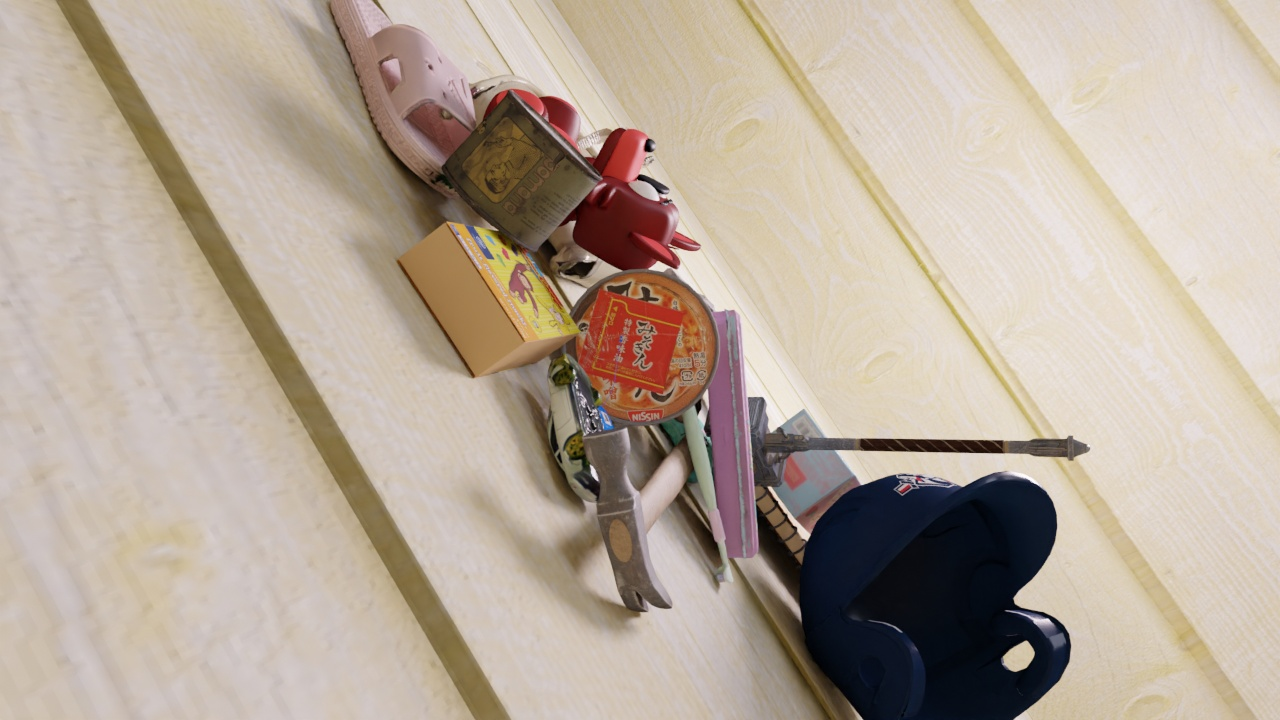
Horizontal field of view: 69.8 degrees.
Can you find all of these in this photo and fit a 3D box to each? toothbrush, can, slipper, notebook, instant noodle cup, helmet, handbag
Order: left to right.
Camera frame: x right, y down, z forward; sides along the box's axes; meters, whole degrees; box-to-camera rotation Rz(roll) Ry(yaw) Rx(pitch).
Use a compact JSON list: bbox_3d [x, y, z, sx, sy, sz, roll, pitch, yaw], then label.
[{"bbox_3d":[-0.179,-0.227,0.740,0.239,0.064,0.094,61,13,28],"label":"slipper"},{"bbox_3d":[-0.085,-0.134,0.657,0.090,0.075,0.089,43,10,-10],"label":"can"},{"bbox_3d":[-0.076,-0.189,0.917,0.229,0.132,0.183,53,20,-5],"label":"handbag"},{"bbox_3d":[-0.002,-0.018,0.775,0.123,0.123,0.121,54,3,-8],"label":"instant noodle cup"},{"bbox_3d":[0.054,0.106,0.754,0.022,0.015,0.154,151,-73,-74],"label":"toothbrush"},{"bbox_3d":[0.157,0.177,1.028,0.225,0.024,0.167,54,4,-9],"label":"notebook"},{"bbox_3d":[0.265,0.202,0.853,0.232,0.273,0.223,6,36,-31],"label":"helmet"}]

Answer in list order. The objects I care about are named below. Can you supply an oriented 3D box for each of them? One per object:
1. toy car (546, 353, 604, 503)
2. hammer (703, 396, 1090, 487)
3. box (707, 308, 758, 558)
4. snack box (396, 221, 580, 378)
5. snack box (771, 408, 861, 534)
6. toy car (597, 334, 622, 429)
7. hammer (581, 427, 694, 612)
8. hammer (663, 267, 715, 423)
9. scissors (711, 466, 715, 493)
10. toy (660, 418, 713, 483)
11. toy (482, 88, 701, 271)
[{"bbox_3d":[-0.042,0.046,0.611,0.048,0.033,0.105,47,24,-53],"label":"toy car"},{"bbox_3d":[0.224,0.076,0.827,0.098,0.323,0.044,61,36,-44],"label":"hammer"},{"bbox_3d":[0.078,0.063,0.799,0.076,0.033,0.214,21,64,-85],"label":"box"},{"bbox_3d":[-0.097,-0.041,0.620,0.088,0.040,0.125,56,12,3],"label":"snack box"},{"bbox_3d":[0.178,0.121,0.979,0.093,0.079,0.095,56,6,29],"label":"snack box"},{"bbox_3d":[-0.021,0.034,0.664,0.033,0.062,0.092,35,24,-58],"label":"toy car"},{"bbox_3d":[0.014,0.092,0.676,0.331,0.031,0.119,-20,98,-81],"label":"hammer"},{"bbox_3d":[0.050,-0.011,0.953,0.121,0.049,0.318,44,18,-9],"label":"hammer"},{"bbox_3d":[0.081,0.130,0.912,0.138,0.019,0.136,37,23,-55],"label":"scissors"},{"bbox_3d":[0.040,0.073,0.881,0.085,0.033,0.105,16,41,-55],"label":"toy"},{"bbox_3d":[-0.038,-0.146,0.782,0.197,0.121,0.158,31,14,2],"label":"toy"}]
